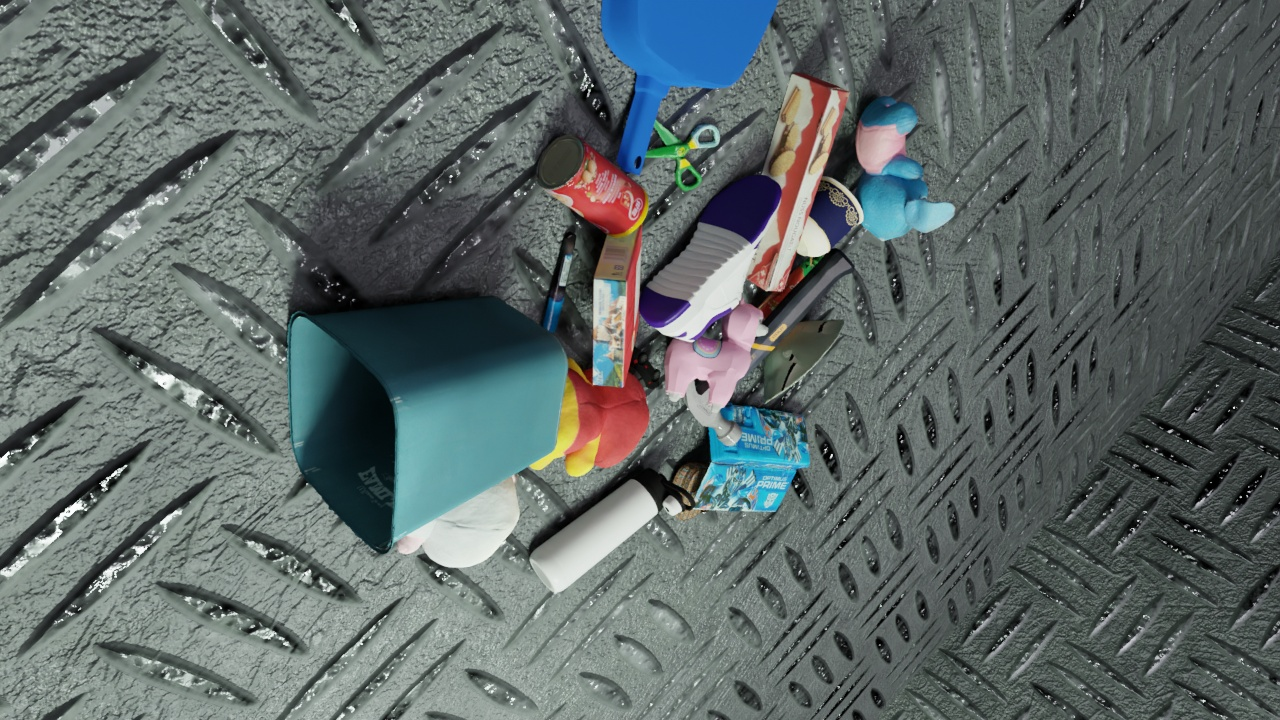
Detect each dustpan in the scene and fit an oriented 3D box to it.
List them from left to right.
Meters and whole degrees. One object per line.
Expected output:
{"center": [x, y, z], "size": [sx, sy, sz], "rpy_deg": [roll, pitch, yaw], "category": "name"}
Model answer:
{"center": [0.037, -0.325, 0.987], "size": [0.245, 0.059, 0.258], "rpy_deg": [6, 104, -47], "category": "dustpan"}

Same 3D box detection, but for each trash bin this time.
{"center": [-0.208, 0.042, 0.927], "size": [0.218, 0.197, 0.200], "rpy_deg": [-19, 131, -43], "category": "trash bin"}

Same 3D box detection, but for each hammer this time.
{"center": [0.185, -0.031, 1.303], "size": [0.139, 0.035, 0.312], "rpy_deg": [42, 95, -21], "category": "hammer"}

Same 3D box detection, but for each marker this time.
{"center": [-0.094, -0.090, 1.067], "size": [0.018, 0.015, 0.123], "rpy_deg": [-7, 120, -46], "category": "marker"}

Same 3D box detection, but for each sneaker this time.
{"center": [0.108, -0.121, 1.188], "size": [0.244, 0.092, 0.111], "rpy_deg": [-49, 144, -2], "category": "sneaker"}

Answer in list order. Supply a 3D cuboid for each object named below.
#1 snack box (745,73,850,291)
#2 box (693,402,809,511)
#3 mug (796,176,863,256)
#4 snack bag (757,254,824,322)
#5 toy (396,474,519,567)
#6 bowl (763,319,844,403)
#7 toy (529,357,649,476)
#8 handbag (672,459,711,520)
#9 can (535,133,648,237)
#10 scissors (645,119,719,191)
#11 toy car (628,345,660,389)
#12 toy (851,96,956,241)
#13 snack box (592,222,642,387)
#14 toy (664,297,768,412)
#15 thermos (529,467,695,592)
{"center": [0.192, -0.228, 1.198], "size": [0.044, 0.076, 0.273], "rpy_deg": [-6, 123, -38], "category": "snack box"}
{"center": [0.185, 0.160, 1.452], "size": [0.243, 0.060, 0.175], "rpy_deg": [11, 89, -48], "category": "box"}
{"center": [0.248, -0.187, 1.280], "size": [0.089, 0.085, 0.112], "rpy_deg": [-43, 152, -8], "category": "mug"}
{"center": [0.222, -0.103, 1.356], "size": [0.155, 0.044, 0.087], "rpy_deg": [-48, 154, -16], "category": "snack bag"}
{"center": [-0.227, 0.176, 1.076], "size": [0.179, 0.101, 0.139], "rpy_deg": [15, 95, -31], "category": "toy"}
{"center": [0.223, -0.018, 1.382], "size": [0.174, 0.068, 0.174], "rpy_deg": [-46, -179, 1], "category": "bowl"}
{"center": [-0.063, 0.066, 1.113], "size": [0.216, 0.099, 0.147], "rpy_deg": [7, 78, -60], "category": "toy"}
{"center": [0.119, 0.198, 1.471], "size": [0.195, 0.043, 0.094], "rpy_deg": [-1, 114, -45], "category": "handbag"}
{"center": [-0.051, -0.188, 0.995], "size": [0.124, 0.067, 0.067], "rpy_deg": [29, 96, -51], "category": "can"}
{"center": [0.051, -0.257, 1.086], "size": [0.108, 0.012, 0.131], "rpy_deg": [-53, 142, -1], "category": "scissors"}
{"center": [-0.007, 0.007, 1.201], "size": [0.036, 0.042, 0.092], "rpy_deg": [-49, 141, -9], "category": "toy car"}
{"center": [0.343, -0.257, 1.246], "size": [0.099, 0.224, 0.191], "rpy_deg": [-10, 109, -7], "category": "toy"}
{"center": [-0.026, -0.067, 1.063], "size": [0.040, 0.142, 0.145], "rpy_deg": [5, 125, 4], "category": "snack box"}
{"center": [0.099, -0.012, 1.241], "size": [0.067, 0.123, 0.157], "rpy_deg": [68, 38, -82], "category": "toy"}
{"center": [-0.039, 0.243, 1.301], "size": [0.229, 0.101, 0.069], "rpy_deg": [-35, 135, -22], "category": "thermos"}
